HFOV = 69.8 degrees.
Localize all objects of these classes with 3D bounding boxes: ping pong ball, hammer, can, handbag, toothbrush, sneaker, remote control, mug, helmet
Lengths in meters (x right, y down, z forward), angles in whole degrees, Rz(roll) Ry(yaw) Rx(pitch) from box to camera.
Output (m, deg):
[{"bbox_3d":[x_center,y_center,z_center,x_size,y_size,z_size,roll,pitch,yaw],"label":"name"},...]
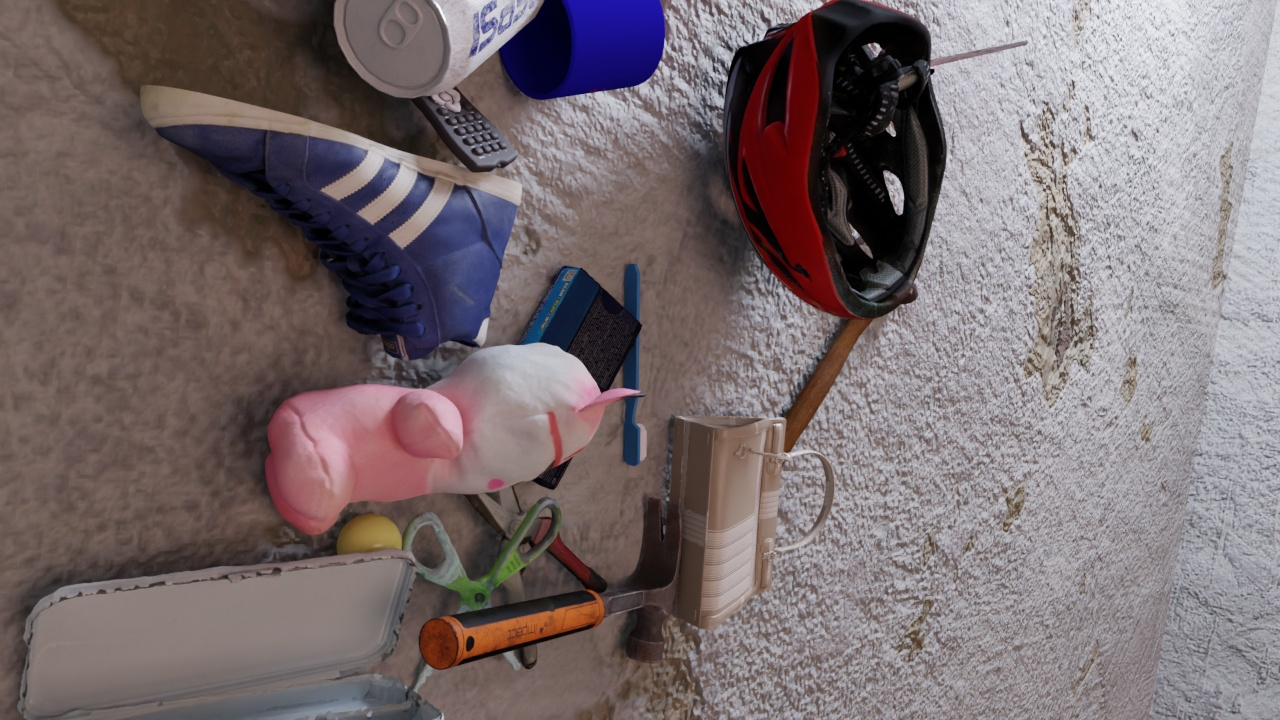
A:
[{"bbox_3d":[-0.172,0.117,0.582,0.040,0.040,0.040,-11,105,-44],"label":"ping pong ball"},{"bbox_3d":[-0.046,0.170,0.664,0.314,0.035,0.137,17,83,-63],"label":"hammer"},{"bbox_3d":[-0.110,-0.207,0.524,0.135,0.078,0.078,-66,140,-49],"label":"can"},{"bbox_3d":[0.205,-0.008,0.952,0.322,0.033,0.115,-54,132,-23],"label":"hammer"},{"bbox_3d":[0.114,0.136,0.853,0.197,0.062,0.176,-3,100,-41],"label":"handbag"},{"bbox_3d":[0.268,-0.280,0.854,0.010,0.182,0.010,40,64,-39],"label":"toothbrush"},{"bbox_3d":[-0.170,-0.064,0.521,0.232,0.091,0.118,4,97,-54],"label":"sneaker"},{"bbox_3d":[-0.124,-0.162,0.546,0.124,0.009,0.046,49,35,3],"label":"remote control"},{"bbox_3d":[-0.038,-0.236,0.615,0.083,0.079,0.111,-23,132,-41],"label":"mug"},{"bbox_3d":[0.169,-0.164,0.786,0.216,0.167,0.272,-40,124,-34],"label":"helmet"},{"bbox_3d":[-0.004,0.004,0.750,0.014,0.016,0.167,-9,103,-45],"label":"toothbrush"}]

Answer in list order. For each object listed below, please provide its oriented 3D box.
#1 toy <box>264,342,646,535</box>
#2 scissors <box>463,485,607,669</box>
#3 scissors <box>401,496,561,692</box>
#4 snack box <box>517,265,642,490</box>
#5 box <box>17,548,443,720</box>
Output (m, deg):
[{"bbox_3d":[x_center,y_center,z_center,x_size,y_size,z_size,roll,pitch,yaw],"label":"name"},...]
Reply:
[{"bbox_3d":[-0.112,0.042,0.551,0.212,0.142,0.084,-13,81,-25],"label":"toy"},{"bbox_3d":[-0.080,0.151,0.686,0.187,0.015,0.179,9,99,-48],"label":"scissors"},{"bbox_3d":[-0.119,0.162,0.641,0.167,0.023,0.171,37,85,-45],"label":"scissors"},{"bbox_3d":[-0.061,0.013,0.684,0.082,0.027,0.150,42,69,-39],"label":"snack box"},{"bbox_3d":[-0.215,0.156,0.504,0.215,0.107,0.124,8,84,-41],"label":"box"}]
